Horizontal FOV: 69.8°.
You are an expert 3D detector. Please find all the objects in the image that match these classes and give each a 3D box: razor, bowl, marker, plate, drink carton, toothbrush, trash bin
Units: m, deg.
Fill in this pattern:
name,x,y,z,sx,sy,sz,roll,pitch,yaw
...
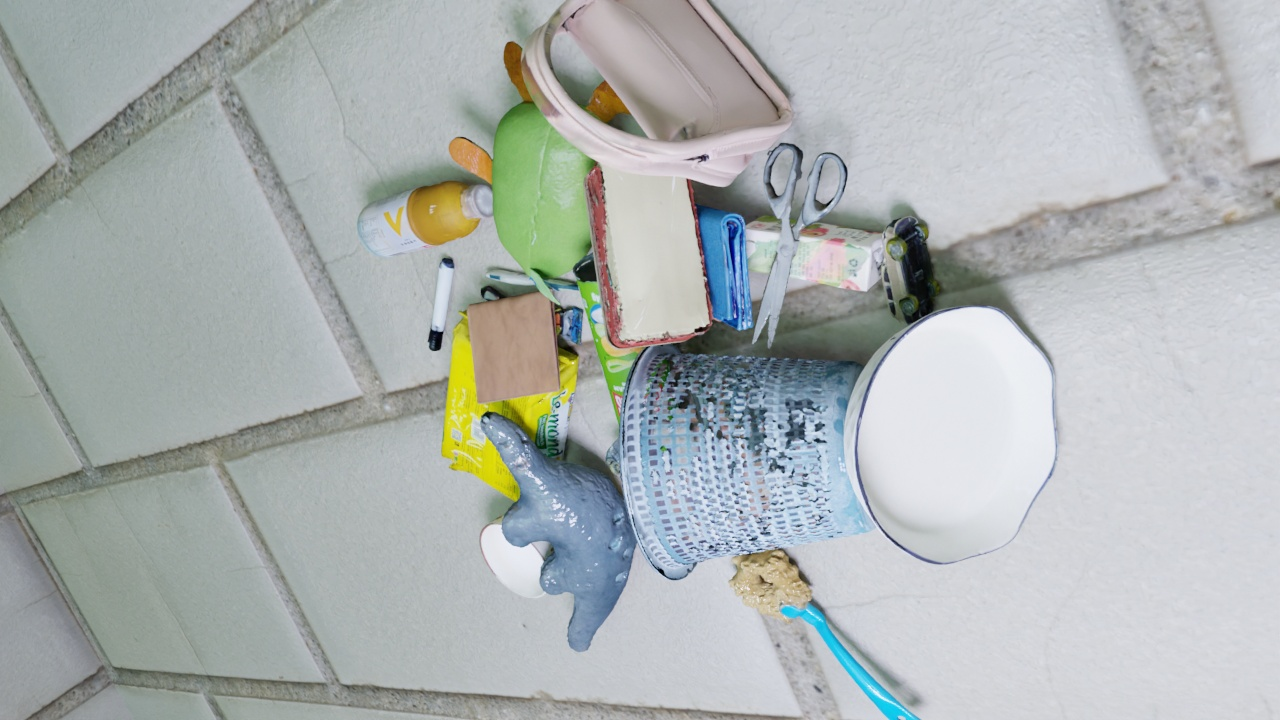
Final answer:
name,x,y,z,sx,sy,sz,roll,pitch,yaw
razor,-0.128,-0.057,1.039,0.143,0.022,0.043,22,121,25
bowl,-0.142,0.237,1.165,0.113,0.062,0.114,20,128,28
marker,-0.244,-0.067,1.117,0.022,0.018,0.131,37,129,27
plate,0.247,0.058,0.739,0.046,0.204,0.205,12,124,67
drink carton,0.151,-0.095,0.807,0.123,0.053,0.045,13,119,30
toothbrush,-0.096,-0.081,1.010,0.192,0.016,0.018,12,129,30
trash bin,0.114,0.084,0.837,0.195,0.226,0.227,-6,109,23

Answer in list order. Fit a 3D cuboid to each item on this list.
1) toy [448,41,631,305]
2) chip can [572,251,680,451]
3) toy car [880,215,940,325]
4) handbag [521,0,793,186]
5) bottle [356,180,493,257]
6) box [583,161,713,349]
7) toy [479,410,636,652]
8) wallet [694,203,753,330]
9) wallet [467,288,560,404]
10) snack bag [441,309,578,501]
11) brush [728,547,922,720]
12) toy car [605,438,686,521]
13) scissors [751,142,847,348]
name,x,y,z,sx,sy,sz,roll,pitch,yaw
toy,-0.086,-0.181,0.907,0.227,0.089,0.247,23,128,10
chip can,-0.005,0.005,0.926,0.072,0.072,0.236,6,125,33
toy car,0.223,-0.076,0.773,0.035,0.042,0.090,7,121,47
handbag,0.001,-0.219,0.731,0.193,0.233,0.094,50,128,4
bottle,-0.240,-0.162,1.035,0.190,0.067,0.068,-7,108,36
box,0.005,-0.098,0.806,0.079,0.091,0.168,154,108,-75
toy,-0.079,0.198,1.066,0.138,0.091,0.357,-17,117,6
wallet,0.063,-0.089,0.840,0.133,0.040,0.106,-141,42,-67
wallet,-0.138,-0.015,1.002,0.101,0.020,0.115,-9,81,18
snack bag,-0.165,0.064,1.095,0.158,0.068,0.247,27,126,22
brush,0.194,0.293,0.967,0.254,0.045,0.083,45,126,16
toy car,0.014,0.132,1.013,0.120,0.054,0.037,47,133,8
scissors,0.131,-0.095,0.776,0.146,0.014,0.172,-20,85,34
